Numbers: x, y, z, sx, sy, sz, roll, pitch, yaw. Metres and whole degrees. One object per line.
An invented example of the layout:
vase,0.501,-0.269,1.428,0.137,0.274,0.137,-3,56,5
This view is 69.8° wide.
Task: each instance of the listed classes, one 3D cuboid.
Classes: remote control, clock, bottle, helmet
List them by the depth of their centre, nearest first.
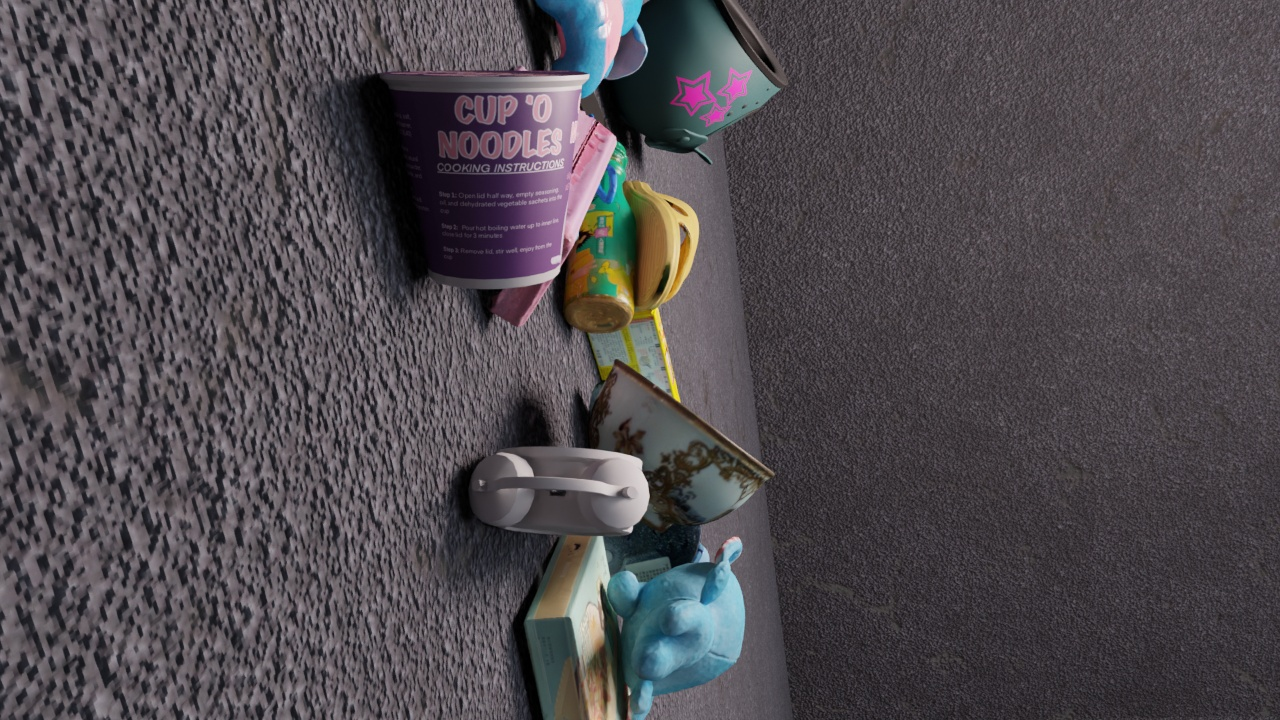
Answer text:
clock,-0.053,0.087,0.632,0.159,0.120,0.061,83,10,-76
clock,0.000,0.167,0.845,0.060,0.118,0.162,-98,175,-82
bottle,-0.038,-0.130,0.917,0.068,0.068,0.209,66,22,-57
remote control,-0.057,-0.274,1.029,0.133,0.013,0.058,61,26,-63
helmet,0.067,-0.367,1.214,0.274,0.201,0.176,10,53,-62

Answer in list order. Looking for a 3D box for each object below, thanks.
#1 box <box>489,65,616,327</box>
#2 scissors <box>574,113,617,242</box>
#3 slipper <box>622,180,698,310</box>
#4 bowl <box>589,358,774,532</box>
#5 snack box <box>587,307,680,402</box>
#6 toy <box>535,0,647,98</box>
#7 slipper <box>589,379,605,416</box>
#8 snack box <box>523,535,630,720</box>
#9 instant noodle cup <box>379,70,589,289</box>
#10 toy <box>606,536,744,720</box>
box,-0.098,-0.142,0.733,0.107,0.115,0.232,-55,-169,32
scissors,-0.056,-0.169,0.876,0.123,0.016,0.125,-59,-141,24
slipper,0.020,-0.128,0.979,0.263,0.078,0.100,-114,-142,-64
bowl,0.017,0.082,0.748,0.094,0.160,0.160,-54,164,-1
snack box,-0.006,0.006,0.992,0.025,0.075,0.152,-84,164,-49
toy,-0.056,-0.364,0.893,0.190,0.099,0.224,-74,149,-44
slipper,0.017,0.125,0.963,0.069,0.116,0.277,-41,137,-36
snack box,-0.046,0.258,0.751,0.141,0.044,0.194,-66,148,-73
instant noodle cup,-0.088,-0.114,0.569,0.136,0.122,0.122,-24,121,-50
toy,0.021,0.219,0.757,0.183,0.115,0.180,-56,159,-3
